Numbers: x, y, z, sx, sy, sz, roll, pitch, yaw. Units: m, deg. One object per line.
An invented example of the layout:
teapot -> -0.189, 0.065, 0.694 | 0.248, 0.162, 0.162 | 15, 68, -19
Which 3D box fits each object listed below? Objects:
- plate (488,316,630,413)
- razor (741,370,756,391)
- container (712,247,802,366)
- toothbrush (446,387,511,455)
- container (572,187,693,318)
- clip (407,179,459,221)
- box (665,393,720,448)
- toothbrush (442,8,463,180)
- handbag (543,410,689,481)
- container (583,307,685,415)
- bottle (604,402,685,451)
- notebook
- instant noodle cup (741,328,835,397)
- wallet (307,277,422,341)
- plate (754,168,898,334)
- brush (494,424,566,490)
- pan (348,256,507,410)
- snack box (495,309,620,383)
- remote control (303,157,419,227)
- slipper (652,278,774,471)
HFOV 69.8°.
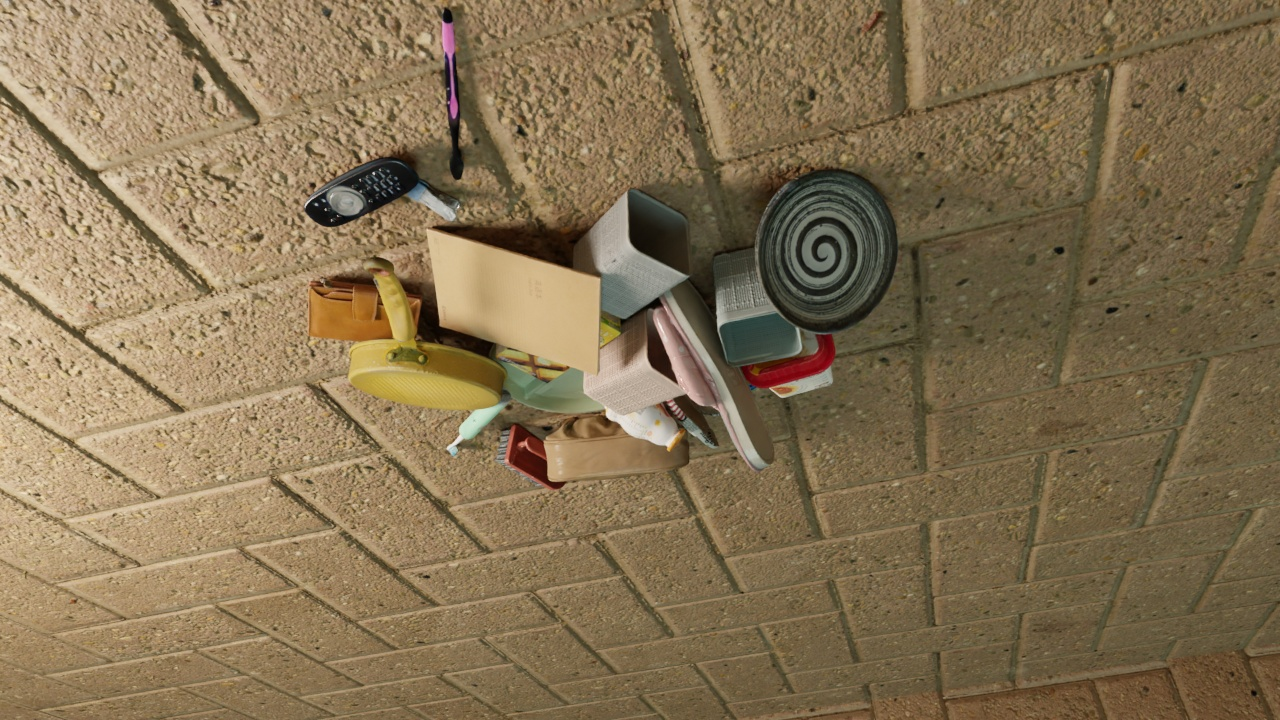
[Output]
plate -> -0.086, -0.002, 1.216 | 0.230, 0.027, 0.231 | -2, 144, -2
razor -> 0.120, 0.016, 1.249 | 0.043, 0.022, 0.142 | -37, 146, 27
container -> 0.134, -0.067, 1.077 | 0.090, 0.111, 0.090 | -11, 143, 8
toothbrush -> -0.238, 0.091, 1.312 | 0.026, 0.027, 0.225 | -30, 174, -39
container -> -0.014, -0.113, 1.020 | 0.090, 0.090, 0.115 | 24, 139, -32
clip -> -0.220, -0.169, 0.978 | 0.057, 0.028, 0.024 | 31, 131, -25
box -> 0.084, 0.057, 1.267 | 0.075, 0.085, 0.162 | -15, 145, 21
toothbrush -> -0.180, -0.251, 0.880 | 0.014, 0.017, 0.190 | 0, 140, -8
handbag -> -0.034, 0.117, 1.314 | 0.204, 0.100, 0.148 | -5, -177, -1
container -> -0.007, 0.007, 1.139 | 0.111, 0.090, 0.090 | -25, 139, 32
bottle -> 0.007, 0.076, 1.222 | 0.108, 0.063, 0.063 | 37, 141, 10
notebook -> -0.143, -0.067, 1.050 | 0.211, 0.012, 0.150 | 17, 138, 13
instant noodle cup -> 0.191, -0.013, 1.166 | 0.116, 0.116, 0.124 | -17, 154, 17
wallet -> -0.334, -0.061, 1.110 | 0.130, 0.035, 0.119 | 6, 149, -15
plate -> 0.201, -0.119, 1.005 | 0.179, 0.179, 0.024 | 14, -176, -23
brush -> -0.151, 0.154, 1.393 | 0.069, 0.063, 0.146 | -9, 147, 30
pan -> -0.269, -0.019, 1.088 | 0.198, 0.078, 0.358 | 4, 163, 2
snack box -> -0.102, -0.029, 1.128 | 0.141, 0.033, 0.087 | -34, 134, 31
remote control -> -0.290, -0.178, 0.955 | 0.137, 0.024, 0.053 | -20, 143, 22
slipper -> 0.077, 0.012, 1.091 | 0.055, 0.114, 0.274 | -27, 95, 22
